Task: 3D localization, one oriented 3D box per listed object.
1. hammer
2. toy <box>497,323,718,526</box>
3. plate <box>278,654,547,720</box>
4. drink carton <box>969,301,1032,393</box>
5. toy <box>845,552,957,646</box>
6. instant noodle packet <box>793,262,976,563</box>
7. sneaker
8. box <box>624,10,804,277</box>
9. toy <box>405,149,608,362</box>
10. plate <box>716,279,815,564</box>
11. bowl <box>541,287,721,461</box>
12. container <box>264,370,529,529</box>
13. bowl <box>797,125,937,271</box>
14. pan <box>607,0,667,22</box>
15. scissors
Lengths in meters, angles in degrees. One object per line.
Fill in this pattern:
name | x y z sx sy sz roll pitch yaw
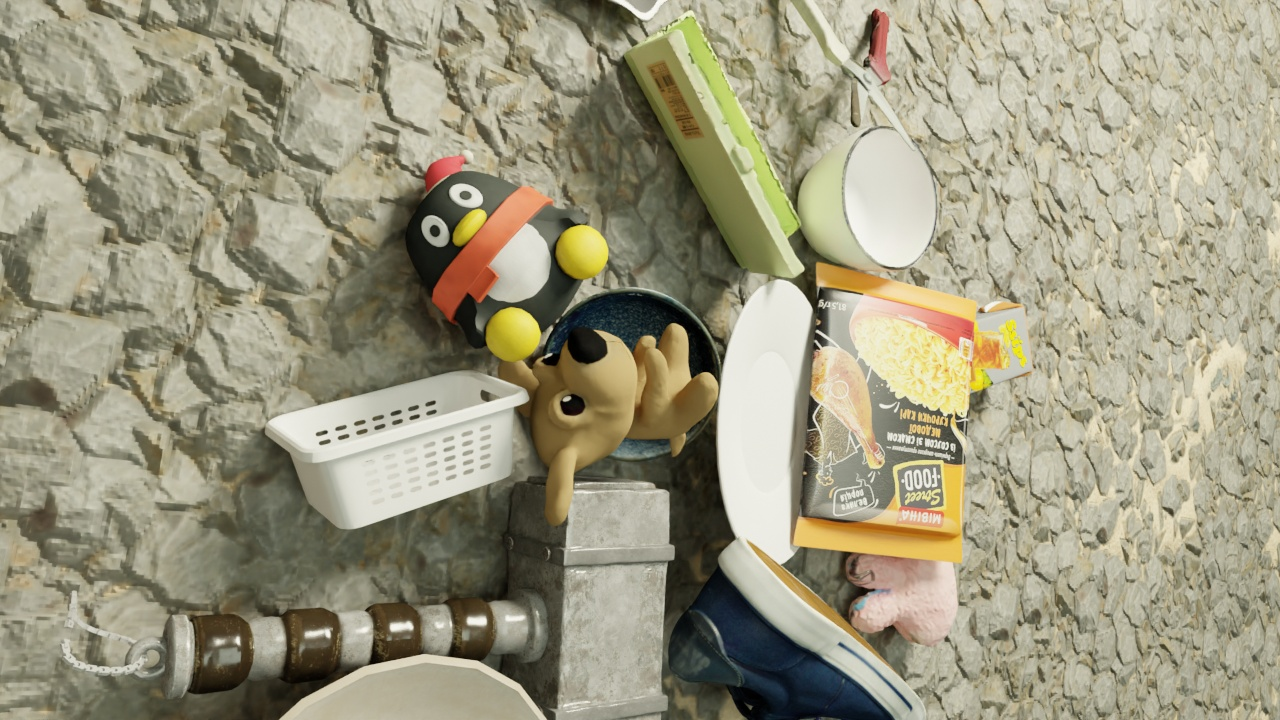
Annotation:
hammer | -0.130 0.153 0.508 0.325 0.080 0.177 6 85 -34
toy | -0.016 0.025 0.536 0.108 0.134 0.106 -7 130 -19
plate | -0.126 0.237 0.453 0.188 0.027 0.189 -3 96 -35
drink carton | 0.299 -0.008 0.837 0.124 0.049 0.076 -14 96 -35
toy | 0.220 0.190 0.775 0.105 0.053 0.108 -2 90 -25
instant noodle packet | 0.201 0.044 0.734 0.159 0.032 0.220 10 80 -22
sneaker | 0.110 0.236 0.653 0.127 0.120 0.294 -47 134 2
box | 0.055 -0.150 0.662 0.188 0.064 0.130 58 17 -21
toy | -0.089 -0.064 0.537 0.119 0.100 0.097 40 85 -3
plate | 0.098 0.045 0.677 0.208 0.015 0.208 -2 92 -58
bowl | -0.004 0.004 0.604 0.114 0.060 0.114 2 105 6
container | -0.132 0.048 0.513 0.129 0.081 0.049 -16 109 -35
bowl | 0.179 -0.126 0.745 0.116 0.066 0.116 2 87 -35
pan | -0.075 -0.324 0.595 0.353 0.024 0.216 -18 99 -35
scissors | 0.162 -0.257 0.735 0.179 0.015 0.198 38 45 -14
